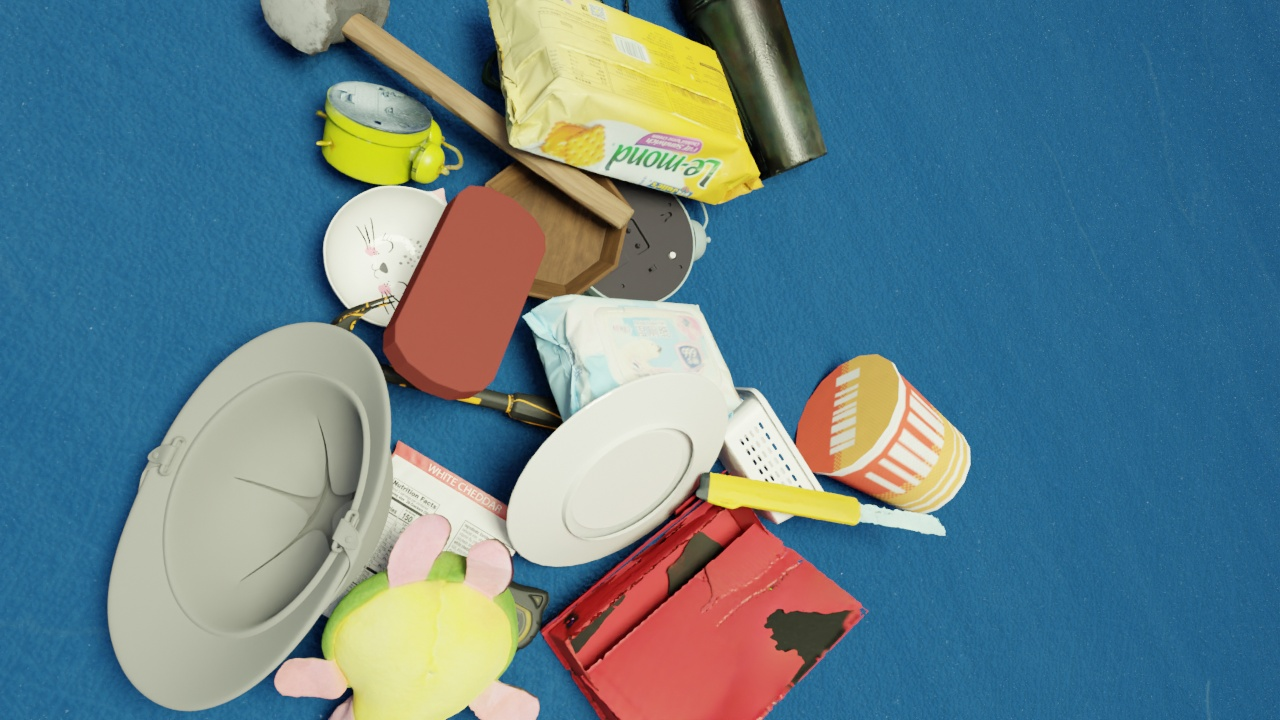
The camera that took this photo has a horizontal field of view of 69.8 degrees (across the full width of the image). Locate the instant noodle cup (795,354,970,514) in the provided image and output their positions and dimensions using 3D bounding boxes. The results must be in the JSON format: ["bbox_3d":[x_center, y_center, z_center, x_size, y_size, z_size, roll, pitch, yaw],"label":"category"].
[{"bbox_3d":[0.237,0.078,0.874,0.121,0.124,0.123,32,72,-23],"label":"instant noodle cup"}]

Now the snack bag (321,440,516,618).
[{"bbox_3d":[-0.176,0.159,0.728,0.131,0.039,0.144,32,78,-3],"label":"snack bag"}]

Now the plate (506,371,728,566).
[{"bbox_3d":[-0.011,0.096,0.741,0.208,0.209,0.015,-23,50,-23],"label":"plate"}]

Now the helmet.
[{"bbox_3d":[-0.254,0.114,0.670,0.183,0.118,0.270,18,77,19],"label":"helmet"}]

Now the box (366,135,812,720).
[{"bbox_3d":[-0.009,0.095,0.709,0.213,0.171,0.479,-35,135,-23],"label":"box"}]

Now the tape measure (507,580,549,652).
[{"bbox_3d":[-0.112,0.210,0.756,0.061,0.034,0.061,23,71,-6],"label":"tape measure"}]

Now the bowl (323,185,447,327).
[{"bbox_3d":[-0.199,-0.080,0.746,0.114,0.051,0.114,2,86,-23],"label":"bowl"}]

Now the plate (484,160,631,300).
[{"bbox_3d":[-0.075,-0.112,0.773,0.131,0.025,0.131,0,84,1],"label":"plate"}]

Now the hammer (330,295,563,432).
[{"bbox_3d":[-0.107,0.034,0.764,0.320,0.036,0.123,15,113,-24],"label":"hammer"}]

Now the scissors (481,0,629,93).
[{"bbox_3d":[-0.050,-0.311,0.856,0.201,0.015,0.204,0,83,-24],"label":"scissors"}]

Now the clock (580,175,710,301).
[{"bbox_3d":[-0.005,-0.112,0.834,0.159,0.045,0.122,-35,97,-23],"label":"clock"}]

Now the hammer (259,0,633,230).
[{"bbox_3d":[-0.145,-0.207,0.733,0.328,0.052,0.097,36,30,-3],"label":"hammer"}]

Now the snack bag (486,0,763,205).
[{"bbox_3d":[-0.009,-0.226,0.771,0.246,0.068,0.159,8,53,-35],"label":"snack bag"}]

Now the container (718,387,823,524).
[{"bbox_3d":[0.108,0.091,0.839,0.049,0.081,0.129,-34,97,-11],"label":"container"}]

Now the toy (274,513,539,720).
[{"bbox_3d":[-0.164,0.220,0.666,0.190,0.087,0.238,14,107,-24],"label":"toy"}]

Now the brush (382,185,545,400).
[{"bbox_3d":[-0.135,-0.051,0.700,0.082,0.042,0.173,32,56,-24],"label":"brush"}]

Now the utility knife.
[{"bbox_3d":[0.158,0.128,0.797,0.225,0.019,0.030,9,63,-2],"label":"utility knife"}]

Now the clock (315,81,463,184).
[{"bbox_3d":[-0.200,-0.180,0.739,0.119,0.057,0.083,10,35,-23],"label":"clock"}]

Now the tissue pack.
[{"bbox_3d":[-0.005,0.004,0.767,0.181,0.070,0.112,1,61,-43],"label":"tissue pack"}]

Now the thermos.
[{"bbox_3d":[0.107,-0.288,0.876,0.098,0.098,0.221,-24,97,-23],"label":"thermos"}]
